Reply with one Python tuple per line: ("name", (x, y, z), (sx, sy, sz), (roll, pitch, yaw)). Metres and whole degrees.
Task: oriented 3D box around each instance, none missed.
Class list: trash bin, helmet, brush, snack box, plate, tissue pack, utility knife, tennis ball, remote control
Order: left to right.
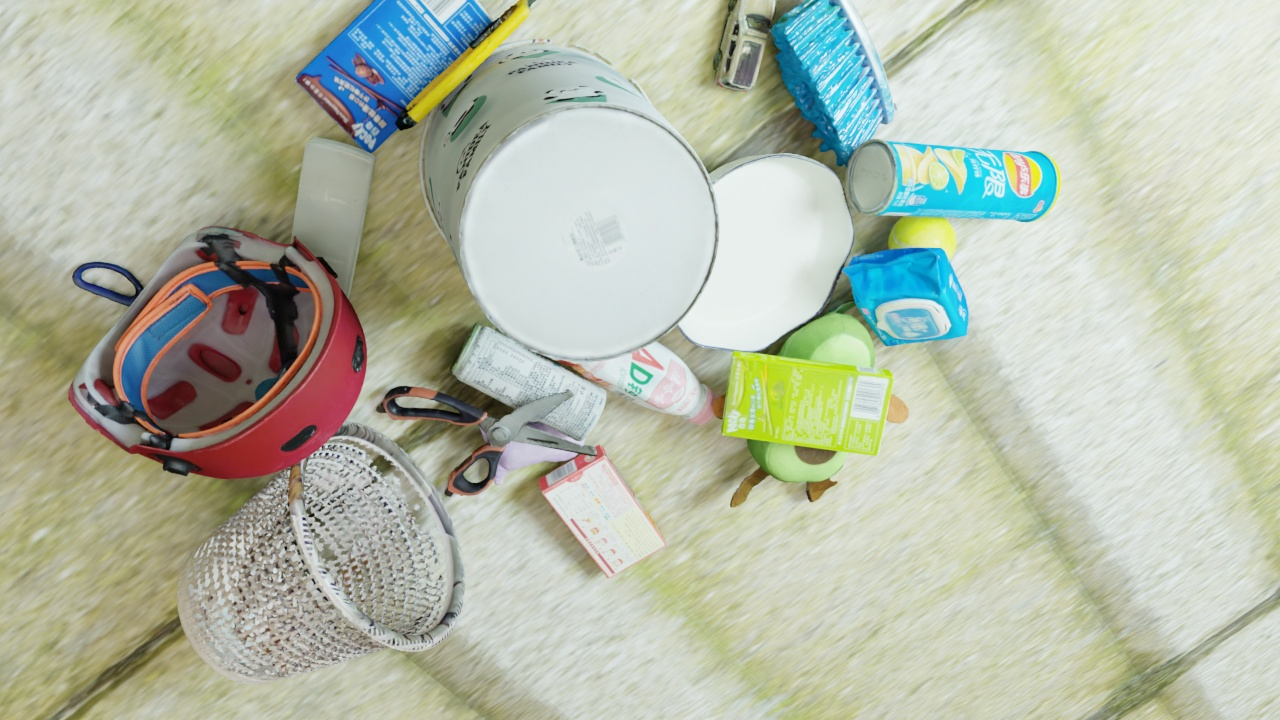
("helmet", (-0.316, 0.011, 0.760), (0.206, 0.240, 0.144), (-62, 151, -21))
("trash bin", (-0.309, 0.198, 0.861), (0.192, 0.227, 0.227), (-30, 117, 15))
("remote control", (-0.274, -0.120, 0.808), (0.058, 0.021, 0.150), (15, 119, -12))
("snack box", (-0.203, -0.258, 0.770), (0.157, 0.026, 0.084), (-40, 118, 7))
("utility knife", (-0.123, -0.267, 0.755), (0.219, 0.033, 0.015), (-43, 125, 4))
("trash bin", (-0.061, -0.128, 0.735), (0.229, 0.251, 0.230), (-5, 114, -11))
("snack box", (-0.038, 0.165, 0.987), (0.077, 0.027, 0.156), (-30, 125, 1))
("plate", (0.107, -0.104, 0.880), (0.204, 0.045, 0.205), (-14, 126, -20))
("snack box", (0.162, 0.042, 0.901), (0.156, 0.026, 0.086), (7, 107, 4))
("brush", (0.155, -0.320, 0.795), (0.109, 0.060, 0.314), (-38, 126, -2))
("tissue pack", (0.267, -0.061, 0.911), (0.095, 0.052, 0.157), (-7, 153, 28))
("tennis ball", (0.284, -0.119, 0.925), (0.065, 0.065, 0.065), (-5, 114, -11))

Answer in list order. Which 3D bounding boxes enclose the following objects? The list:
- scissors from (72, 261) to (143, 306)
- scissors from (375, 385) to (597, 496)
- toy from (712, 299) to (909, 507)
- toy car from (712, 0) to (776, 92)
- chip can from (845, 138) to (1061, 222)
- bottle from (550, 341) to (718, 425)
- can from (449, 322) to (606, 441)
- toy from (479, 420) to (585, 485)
("scissors", (-0.431, -0.032, 0.828), (0.176, 0.012, 0.162), (-40, 117, 4))
("scissors", (-0.152, 0.069, 0.891), (0.189, 0.015, 0.227), (38, 127, -14))
("toy", (0.179, 0.057, 0.967), (0.226, 0.090, 0.247), (1, 117, -21))
("toy car", (0.096, -0.288, 0.824), (0.042, 0.035, 0.090), (8, 109, -19))
("chip can", (0.301, -0.171, 0.878), (0.210, 0.071, 0.071), (-2, 114, -26))
("bottle", (-0.005, 0.005, 0.914), (0.197, 0.068, 0.068), (30, 104, -26))
("can", (-0.108, 0.022, 0.889), (0.146, 0.058, 0.058), (29, 105, -13))
("toy", (-0.106, 0.086, 0.941), (0.108, 0.039, 0.084), (-14, 128, -14))
